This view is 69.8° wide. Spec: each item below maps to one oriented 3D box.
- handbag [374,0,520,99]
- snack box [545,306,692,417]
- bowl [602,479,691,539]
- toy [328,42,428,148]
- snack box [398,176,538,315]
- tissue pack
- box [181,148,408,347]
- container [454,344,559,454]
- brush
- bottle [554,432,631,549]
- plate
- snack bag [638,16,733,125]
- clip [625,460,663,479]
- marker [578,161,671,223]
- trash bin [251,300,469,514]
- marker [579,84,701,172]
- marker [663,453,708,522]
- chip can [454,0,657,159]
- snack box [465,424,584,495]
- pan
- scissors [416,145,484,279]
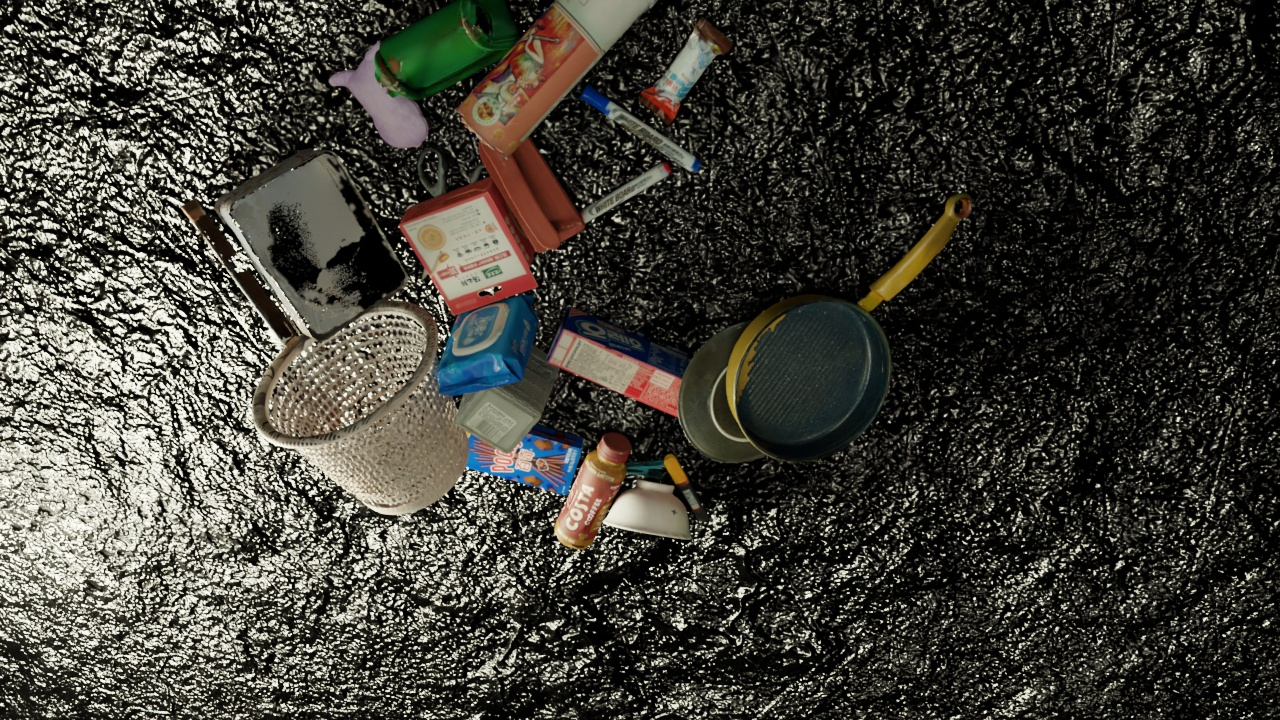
[{"bbox_3d":[-0.187,-0.303,0.888,0.131,0.120,0.068,-20,112,19],"label":"handbag"},{"bbox_3d":[-0.007,0.006,1.101,0.207,0.057,0.058,23,123,-9],"label":"snack box"},{"bbox_3d":[0.014,0.192,1.202,0.118,0.118,0.064,10,83,-1],"label":"bowl"},{"bbox_3d":[-0.269,-0.269,0.965,0.084,0.038,0.108,-17,125,31],"label":"toy"},{"bbox_3d":[-0.188,-0.127,1.031,0.113,0.044,0.127,-17,124,15],"label":"snack box"},{"bbox_3d":[-0.172,-0.022,1.042,0.095,0.156,0.052,-14,127,18],"label":"tissue pack"},{"bbox_3d":[-0.397,-0.127,1.043,0.156,0.193,0.183,-37,120,-22],"label":"box"},{"bbox_3d":[-0.161,0.040,1.102,0.090,0.114,0.090,33,118,-15],"label":"container"},{"bbox_3d":[-0.122,-0.188,0.974,0.063,0.069,0.146,-26,108,18],"label":"brush"},{"bbox_3d":[-0.061,0.171,1.208,0.057,0.057,0.175,20,122,-7],"label":"bottle"},{"bbox_3d":[0.130,0.041,1.082,0.179,0.024,0.179,-6,108,-20],"label":"plate"},{"bbox_3d":[0.045,-0.292,0.928,0.048,0.026,0.104,31,121,-27],"label":"snack bag"},{"bbox_3d":[0.004,0.143,1.210,0.057,0.015,0.049,1,124,3],"label":"clip"},{"bbox_3d":[-0.030,-0.178,1.011,0.145,0.017,0.017,-27,116,21],"label":"marker"},{"bbox_3d":[-0.309,0.072,1.095,0.228,0.227,0.192,-11,133,12],"label":"trash bin"},{"bbox_3d":[0.001,-0.243,0.968,0.145,0.016,0.017,31,120,-13],"label":"marker"},{"bbox_3d":[0.062,0.171,1.223,0.018,0.015,0.124,-21,120,15],"label":"marker"},{"bbox_3d":[-0.081,-0.293,0.878,0.071,0.071,0.215,42,100,-19],"label":"chip can"},{"bbox_3d":[-0.159,0.119,1.203,0.157,0.026,0.085,16,123,-5],"label":"snack box"},{"bbox_3d":[0.242,-0.040,1.030,0.197,0.078,0.357,30,98,-26],"label":"pan"},{"bbox_3d":[-0.214,-0.164,1.040,0.171,0.014,0.159,-23,118,20],"label":"scissors"}]
